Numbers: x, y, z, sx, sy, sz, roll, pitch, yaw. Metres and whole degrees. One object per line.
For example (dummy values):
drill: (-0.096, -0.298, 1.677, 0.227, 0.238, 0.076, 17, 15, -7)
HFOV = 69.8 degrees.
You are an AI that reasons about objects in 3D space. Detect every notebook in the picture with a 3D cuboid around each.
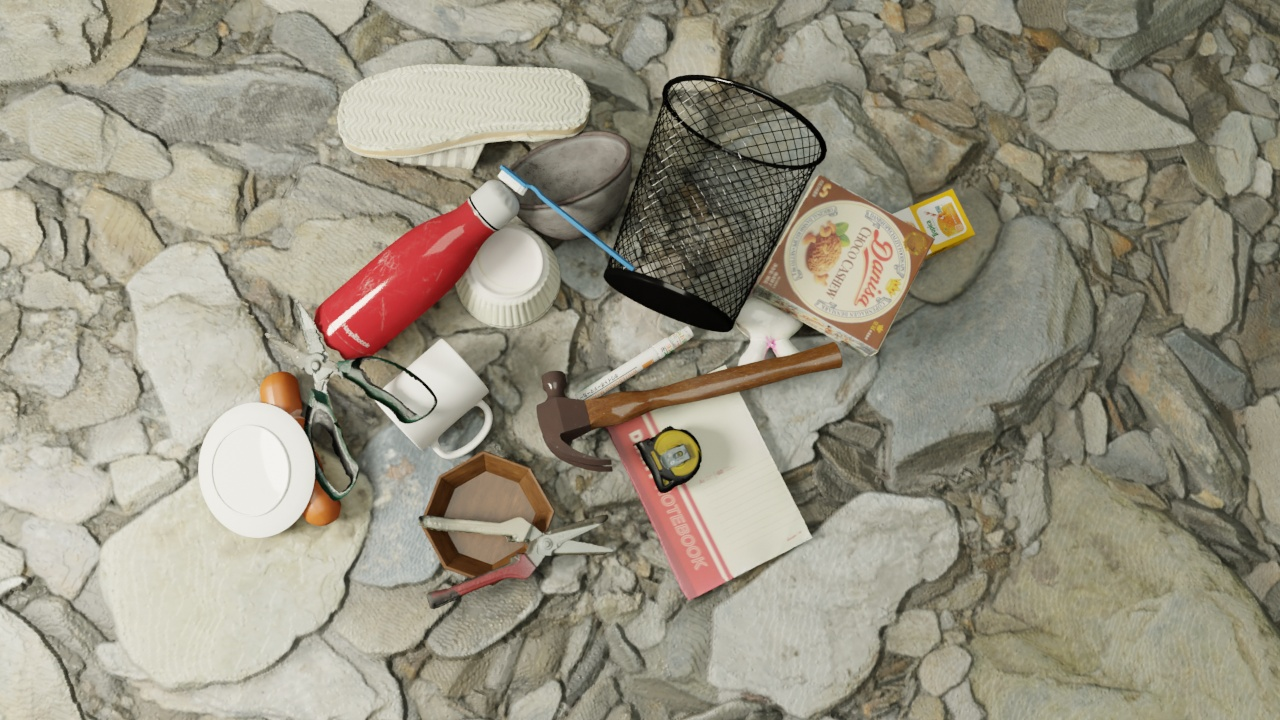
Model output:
notebook: (0.072, 0.129, 0.985, 0.153, 0.012, 0.208, -25, 83, -9)

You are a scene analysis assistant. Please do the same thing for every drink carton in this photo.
drink carton: (0.307, -0.141, 1.042, 0.122, 0.040, 0.058, -23, 83, -10)

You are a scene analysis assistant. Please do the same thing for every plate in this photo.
plate: (-0.157, 0.162, 0.947, 0.131, 0.025, 0.131, 1, 80, -6)
plate: (-0.386, 0.109, 0.913, 0.135, 0.011, 0.134, 0, 89, 15)

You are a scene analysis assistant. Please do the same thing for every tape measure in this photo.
tape measure: (0.034, 0.100, 0.962, 0.061, 0.034, 0.061, -28, 84, -11)

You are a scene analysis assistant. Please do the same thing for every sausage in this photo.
sausage: (-0.348, 0.091, 0.931, 0.044, 0.039, 0.164, -22, 83, 1)

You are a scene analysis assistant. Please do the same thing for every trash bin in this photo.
trash bin: (0.068, -0.153, 0.955, 0.184, 0.184, 0.210, 23, 84, -2)

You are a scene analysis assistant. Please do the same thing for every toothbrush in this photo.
toothbrush: (-0.073, -0.136, 0.892, 0.166, 0.016, 0.014, 39, 103, 7)

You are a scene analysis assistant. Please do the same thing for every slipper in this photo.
slipper: (-0.190, -0.269, 1.003, 0.272, 0.054, 0.114, -7, 76, -3)

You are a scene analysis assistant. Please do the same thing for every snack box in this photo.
snack box: (0.218, -0.101, 0.984, 0.147, 0.041, 0.143, 30, 80, 2)

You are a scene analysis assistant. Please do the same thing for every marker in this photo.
marker: (-0.006, 0.006, 0.995, 0.145, 0.017, 0.017, -32, 85, -10)

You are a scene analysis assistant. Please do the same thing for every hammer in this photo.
hammer: (0.053, 0.033, 0.955, 0.323, 0.033, 0.115, -14, 63, -5)

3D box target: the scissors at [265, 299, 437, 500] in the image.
scissors: (-0.279, 0.022, 0.893, 0.180, 0.015, 0.206, -19, 88, 18)

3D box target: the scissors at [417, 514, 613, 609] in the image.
scissors: (-0.136, 0.191, 0.922, 0.179, 0.015, 0.186, 36, 78, 1)

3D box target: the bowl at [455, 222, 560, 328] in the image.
bowl: (-0.141, -0.096, 0.975, 0.115, 0.062, 0.115, 1, 80, -6)

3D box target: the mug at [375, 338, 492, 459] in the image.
mug: (-0.203, 0.048, 0.945, 0.090, 0.074, 0.110, -42, 112, -11)

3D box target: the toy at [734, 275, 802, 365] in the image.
toy: (0.143, -0.039, 1.009, 0.079, 0.038, 0.122, 1, 82, 4)

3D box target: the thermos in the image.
thermos: (-0.220, -0.094, 0.921, 0.240, 0.073, 0.073, -38, 86, 11)

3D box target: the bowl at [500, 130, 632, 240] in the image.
bowl: (-0.071, -0.177, 0.976, 0.145, 0.067, 0.144, -12, 40, 10)
